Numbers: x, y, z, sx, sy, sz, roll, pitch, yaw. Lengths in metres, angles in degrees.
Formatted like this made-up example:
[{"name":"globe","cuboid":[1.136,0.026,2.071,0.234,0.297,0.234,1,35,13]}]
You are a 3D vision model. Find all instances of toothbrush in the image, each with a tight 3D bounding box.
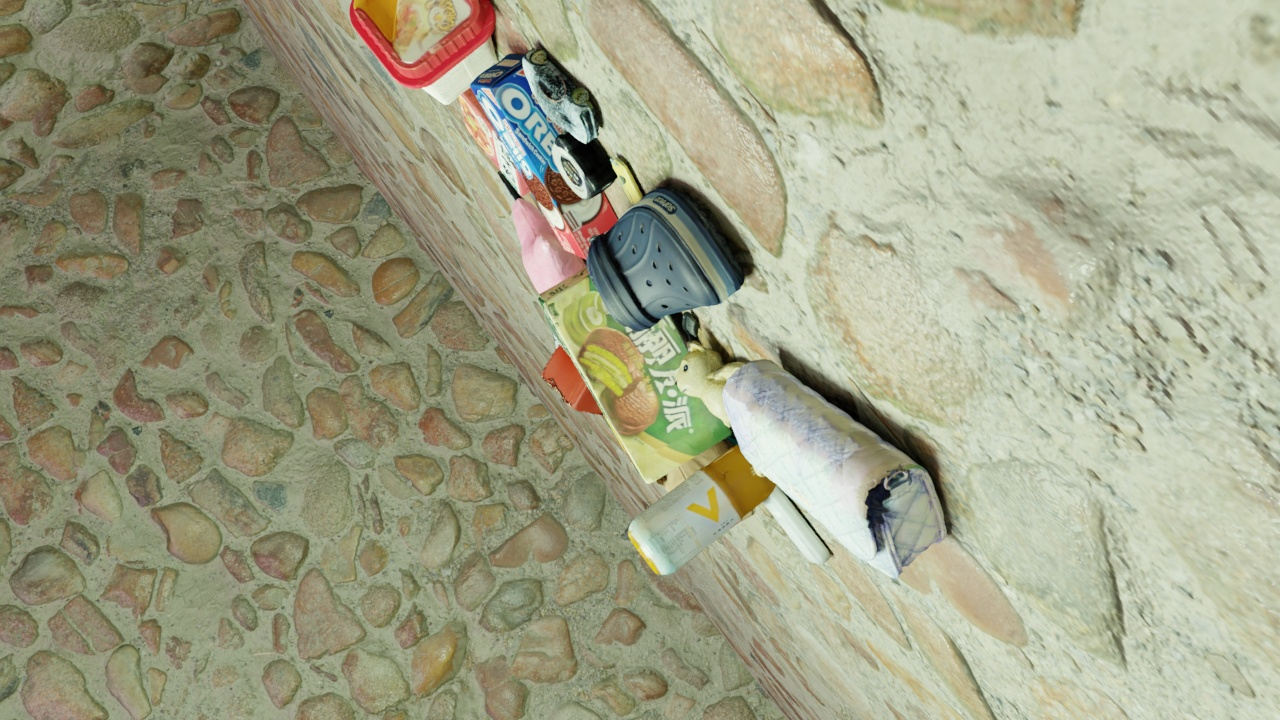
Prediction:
[{"name":"toothbrush","cuboid":[0.068,0.003,1.017,0.017,0.014,0.189,32,160,29]}]

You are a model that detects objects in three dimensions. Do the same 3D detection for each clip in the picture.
[{"name":"clip","cuboid":[0.120,0.102,1.101,0.038,0.013,0.055,56,168,-15]}]

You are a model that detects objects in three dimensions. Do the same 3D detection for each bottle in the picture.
[{"name":"bottle","cuboid":[0.077,0.143,0.946,0.068,0.189,0.068,52,169,14]}]

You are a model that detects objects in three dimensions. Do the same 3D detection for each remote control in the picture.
[{"name":"remote control","cuboid":[0.178,0.187,1.107,0.136,0.020,0.056,52,170,2]}]

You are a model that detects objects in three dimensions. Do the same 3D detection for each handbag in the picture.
[{"name":"handbag","cuboid":[0.156,0.089,0.764,0.194,0.075,0.134,38,161,50]},{"name":"handbag","cuboid":[0.061,0.122,1.135,0.204,0.100,0.148,61,180,24]}]

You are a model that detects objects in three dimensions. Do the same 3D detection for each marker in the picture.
[{"name":"marker","cuboid":[-0.166,-0.213,1.295,0.124,0.015,0.018,58,163,-16]}]

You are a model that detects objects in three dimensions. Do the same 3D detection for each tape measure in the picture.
[{"name":"tape measure","cuboid":[-0.055,-0.189,0.880,0.066,0.033,0.066,56,166,-6]}]

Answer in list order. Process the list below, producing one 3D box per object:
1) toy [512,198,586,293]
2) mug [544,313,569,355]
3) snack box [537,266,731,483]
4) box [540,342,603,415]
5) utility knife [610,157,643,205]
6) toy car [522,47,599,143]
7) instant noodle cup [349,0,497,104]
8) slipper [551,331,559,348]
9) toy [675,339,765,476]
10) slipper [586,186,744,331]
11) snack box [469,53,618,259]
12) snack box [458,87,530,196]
[{"name":"toy","cuboid":[-0.113,-0.127,1.209,0.195,0.074,0.178,62,176,-23]},{"name":"mug","cuboid":[-0.051,-0.059,1.075,0.083,0.103,0.124,49,167,23]},{"name":"snack box","cuboid":[-0.006,0.006,1.006,0.240,0.114,0.063,62,173,-14]},{"name":"box","cuboid":[-0.046,0.034,1.202,0.168,0.079,0.091,16,-159,-48]},{"name":"utility knife","cuboid":[0.009,-0.127,0.868,0.031,0.018,0.152,27,148,53]},{"name":"toy car","cuboid":[-0.075,-0.237,0.824,0.105,0.031,0.049,49,167,24]},{"name":"instant noodle cup","cuboid":[-0.203,-0.321,0.905,0.116,0.116,0.124,52,180,6]},{"name":"slipper","cuboid":[-0.079,0.003,1.431,0.268,0.083,0.111,55,167,-15]},{"name":"toy","cuboid":[0.091,0.048,0.922,0.157,0.066,0.105,54,165,31]},{"name":"slipper","cuboid":[-0.003,-0.080,0.819,0.105,0.095,0.253,53,164,-13]},{"name":"snack box","cuboid":[-0.093,-0.203,0.930,0.058,0.057,0.207,32,155,55]},{"name":"snack box","cuboid":[-0.155,-0.255,1.054,0.113,0.044,0.127,51,169,12]}]
